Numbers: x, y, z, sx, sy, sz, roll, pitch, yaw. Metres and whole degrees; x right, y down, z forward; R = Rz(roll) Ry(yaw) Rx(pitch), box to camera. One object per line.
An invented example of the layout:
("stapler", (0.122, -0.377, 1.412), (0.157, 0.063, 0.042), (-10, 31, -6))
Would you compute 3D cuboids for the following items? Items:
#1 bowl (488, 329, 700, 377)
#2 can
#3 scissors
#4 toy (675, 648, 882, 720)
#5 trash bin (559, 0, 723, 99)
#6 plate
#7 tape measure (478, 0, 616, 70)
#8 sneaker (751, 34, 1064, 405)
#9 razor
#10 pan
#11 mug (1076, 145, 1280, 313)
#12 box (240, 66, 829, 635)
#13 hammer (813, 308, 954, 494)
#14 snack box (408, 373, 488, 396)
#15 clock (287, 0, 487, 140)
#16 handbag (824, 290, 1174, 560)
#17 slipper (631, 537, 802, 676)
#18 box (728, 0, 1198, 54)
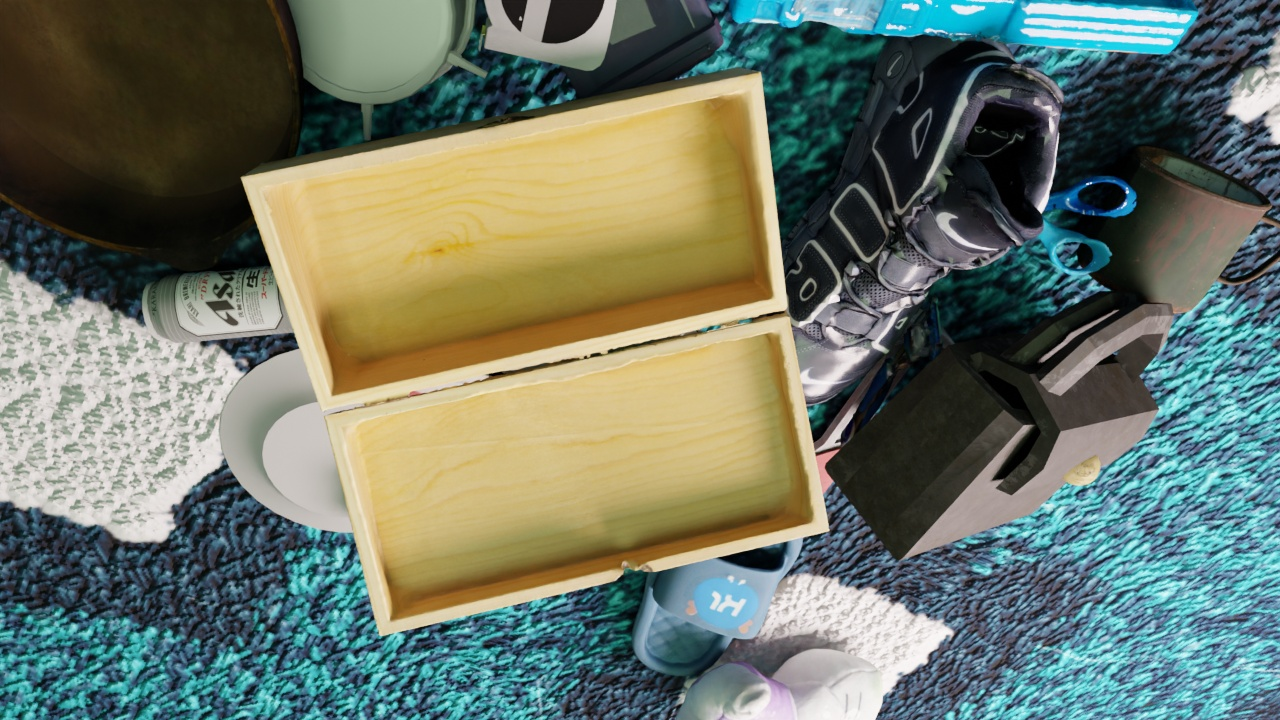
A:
("bowl", (-0.003, 0.003, 0.555), (0.174, 0.174, 0.068), (5, 135, -10))
("can", (-0.252, -0.036, 0.580), (0.106, 0.044, 0.044), (-6, 123, -3))
("scissors", (0.243, -0.104, 0.588), (0.134, 0.016, 0.073), (23, 128, 12))
("toy", (0.120, 0.310, 0.806), (0.209, 0.085, 0.138), (17, 117, -40))
("trash bin", (-0.029, -0.213, 0.462), (0.094, 0.092, 0.161), (-27, 123, 11))
("plate", (-0.217, 0.068, 0.667), (0.173, 0.019, 0.173), (-3, 123, -5))
("tape measure", (-0.043, -0.171, 0.426), (0.064, 0.016, 0.065), (8, 126, -16))
("sneaker", (0.159, -0.066, 0.525), (0.097, 0.150, 0.253), (21, 105, -16))
("razor", (0.164, 0.019, 0.619), (0.018, 0.043, 0.141), (15, 137, -6))
("pan", (-0.333, -0.154, 0.473), (0.356, 0.043, 0.249), (-7, 125, 15))
("mug", (0.353, -0.078, 0.594), (0.111, 0.084, 0.081), (23, 122, 7))
("box", (-0.043, -0.002, 0.478), (0.247, 0.076, 0.257), (-12, 99, -4))
("hammer", (0.133, 0.092, 0.719), (0.126, 0.036, 0.316), (18, 120, -20))
("snack box", (-0.048, 0.028, 0.628), (0.272, 0.076, 0.044), (13, 110, -16))
("clock", (-0.152, -0.206, 0.476), (0.120, 0.061, 0.159), (-24, 118, 12))
("handbag", (0.261, 0.035, 0.598), (0.196, 0.102, 0.200), (-5, 138, -42))
("slipper", (0.050, 0.188, 0.725), (0.104, 0.059, 0.214), (20, 125, -7))
("box", (0.165, -0.245, 0.492), (0.243, 0.075, 0.167), (1, 88, -8))
